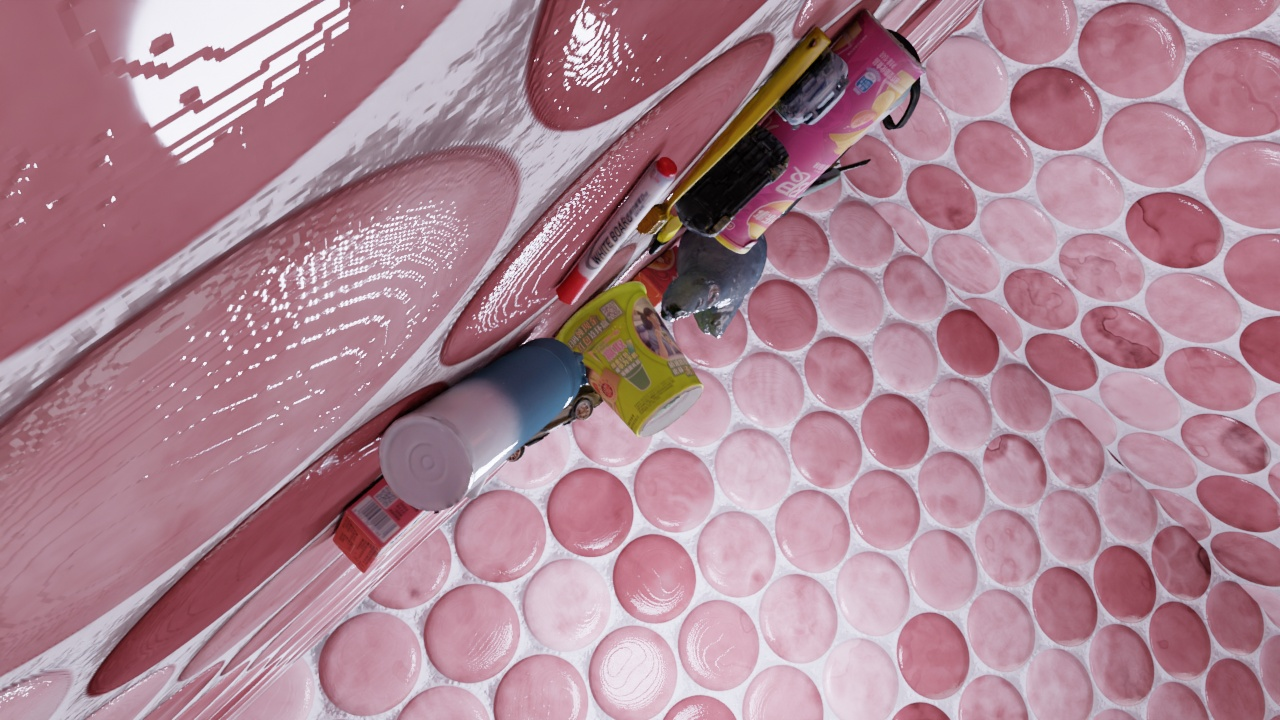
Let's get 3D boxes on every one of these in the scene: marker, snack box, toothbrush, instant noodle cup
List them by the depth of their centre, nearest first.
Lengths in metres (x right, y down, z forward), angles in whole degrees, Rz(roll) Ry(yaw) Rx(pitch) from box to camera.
[{"bbox_3d":[-0.018,-0.079,0.586,0.017,0.017,0.146,-43,179,-41],"label":"marker"},{"bbox_3d":[0.059,-0.154,0.640,0.191,0.015,0.016,-44,173,31],"label":"toothbrush"},{"bbox_3d":[-0.194,0.113,0.780,0.126,0.044,0.113,-44,180,-31],"label":"snack box"},{"bbox_3d":[0.021,-0.116,0.858,0.018,0.015,0.124,-43,-178,-8],"label":"marker"},{"bbox_3d":[-0.005,0.005,0.889,0.111,0.123,0.112,-34,162,-13],"label":"instant noodle cup"},{"bbox_3d":[0.010,-0.079,1.113,0.113,0.044,0.126,-45,178,36],"label":"snack box"}]

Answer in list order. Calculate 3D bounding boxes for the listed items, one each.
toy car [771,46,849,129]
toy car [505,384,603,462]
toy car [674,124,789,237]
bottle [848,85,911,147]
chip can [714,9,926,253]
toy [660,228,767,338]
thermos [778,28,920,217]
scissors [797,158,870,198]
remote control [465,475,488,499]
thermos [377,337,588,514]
[{"bbox_3d":[0.122,-0.195,0.665,0.054,0.037,0.120,-45,-170,15],"label":"toy car"},{"bbox_3d":[-0.106,0.055,0.905,0.157,0.042,0.070,-27,-158,-34],"label":"toy car"},{"bbox_3d":[0.071,-0.141,0.730,0.105,0.049,0.031,-43,176,-9],"label":"toy car"},{"bbox_3d":[0.185,-0.235,0.870,0.068,0.068,0.190,-44,-177,-17],"label":"bottle"},{"bbox_3d":[0.135,-0.187,0.768,0.211,0.071,0.071,-45,179,26],"label":"chip can"},{"bbox_3d":[0.087,-0.102,1.020,0.355,0.091,0.138,-28,134,-73],"label":"toy"},{"bbox_3d":[0.202,-0.237,0.981,0.068,0.090,0.243,-15,163,-31],"label":"thermos"},{"bbox_3d":[0.134,-0.172,0.912,0.170,0.019,0.170,-9,-164,35],"label":"scissors"},{"bbox_3d":[-0.122,0.057,0.809,0.136,0.020,0.056,-61,-169,9],"label":"remote control"},{"bbox_3d":[-0.103,0.035,0.656,0.070,0.070,0.220,-44,180,22],"label":"thermos"}]
